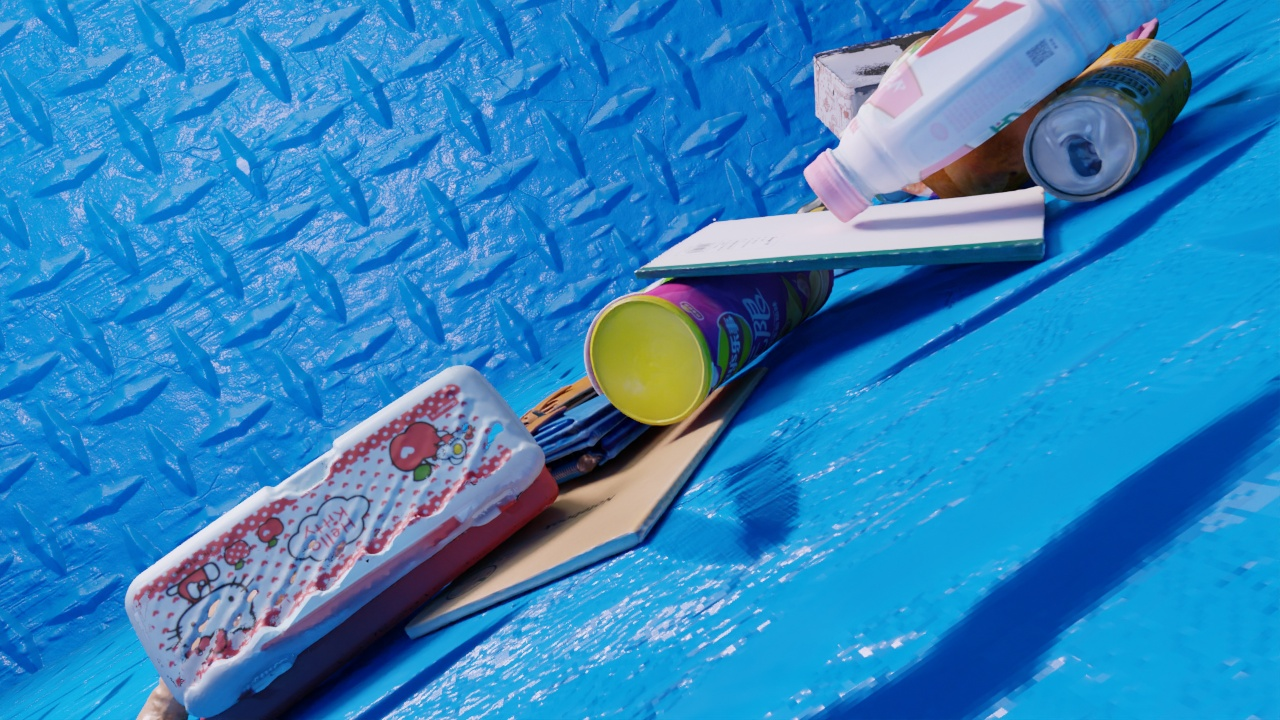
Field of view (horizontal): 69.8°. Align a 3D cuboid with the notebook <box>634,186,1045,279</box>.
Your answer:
[{"bbox_3d":[0.119,-0.073,0.529,0.209,0.012,0.150,-1,18,24],"label":"notebook"}]

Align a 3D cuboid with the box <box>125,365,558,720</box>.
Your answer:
[{"bbox_3d":[-0.146,0.088,0.463,0.201,0.099,0.095,-36,4,-18],"label":"box"}]

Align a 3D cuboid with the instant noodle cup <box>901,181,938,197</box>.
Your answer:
[{"bbox_3d":[0.272,-0.204,0.861,0.112,0.111,0.099,-30,-1,11],"label":"instant noodle cup"}]

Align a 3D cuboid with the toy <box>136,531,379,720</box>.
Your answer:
[{"bbox_3d":[-0.215,0.144,0.550,0.144,0.082,0.225,-46,0,27],"label":"toy"}]

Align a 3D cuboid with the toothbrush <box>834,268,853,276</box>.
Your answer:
[{"bbox_3d":[0.161,-0.083,0.764,0.026,0.026,0.221,8,-11,-22],"label":"toothbrush"}]

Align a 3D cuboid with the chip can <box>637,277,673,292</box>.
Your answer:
[{"bbox_3d":[0.033,-0.055,0.971,0.072,0.072,0.236,-33,5,-14],"label":"chip can"}]

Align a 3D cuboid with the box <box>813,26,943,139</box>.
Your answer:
[{"bbox_3d":[0.315,-0.280,1.089,0.182,0.168,0.150,-13,37,-2],"label":"box"}]

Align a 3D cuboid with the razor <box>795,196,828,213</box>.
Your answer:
[{"bbox_3d":[0.173,-0.124,0.941,0.068,0.062,0.167,8,31,26],"label":"razor"}]

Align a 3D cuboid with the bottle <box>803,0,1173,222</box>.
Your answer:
[{"bbox_3d":[0.176,-0.150,0.489,0.197,0.068,0.068,-38,3,22],"label":"bottle"}]

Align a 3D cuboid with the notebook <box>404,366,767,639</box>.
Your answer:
[{"bbox_3d":[-0.019,0.068,0.492,0.148,0.008,0.207,-29,6,29],"label":"notebook"}]

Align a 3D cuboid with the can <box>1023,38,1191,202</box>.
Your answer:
[{"bbox_3d":[0.263,-0.137,0.511,0.058,0.058,0.145,-26,8,46],"label":"can"}]

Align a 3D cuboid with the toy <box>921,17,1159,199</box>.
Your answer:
[{"bbox_3d":[0.276,-0.192,0.671,0.199,0.130,0.140,-23,-3,-20],"label":"toy"}]

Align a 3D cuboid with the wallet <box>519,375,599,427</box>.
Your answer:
[{"bbox_3d":[-0.063,0.040,0.894,0.118,0.035,0.131,-28,3,-27],"label":"wallet"}]

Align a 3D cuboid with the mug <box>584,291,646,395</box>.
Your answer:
[{"bbox_3d":[-0.004,0.004,0.677,0.114,0.081,0.106,-61,1,5],"label":"mug"}]

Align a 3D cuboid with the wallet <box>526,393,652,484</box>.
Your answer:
[{"bbox_3d":[-0.042,0.046,0.578,0.133,0.040,0.106,-27,2,44],"label":"wallet"}]

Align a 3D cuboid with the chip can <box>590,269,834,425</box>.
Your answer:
[{"bbox_3d":[0.054,-0.031,0.566,0.072,0.071,0.210,-28,3,35],"label":"chip can"}]

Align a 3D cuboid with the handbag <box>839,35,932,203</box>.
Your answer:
[{"bbox_3d":[0.287,-0.249,0.938,0.164,0.063,0.178,-30,-32,21],"label":"handbag"}]
